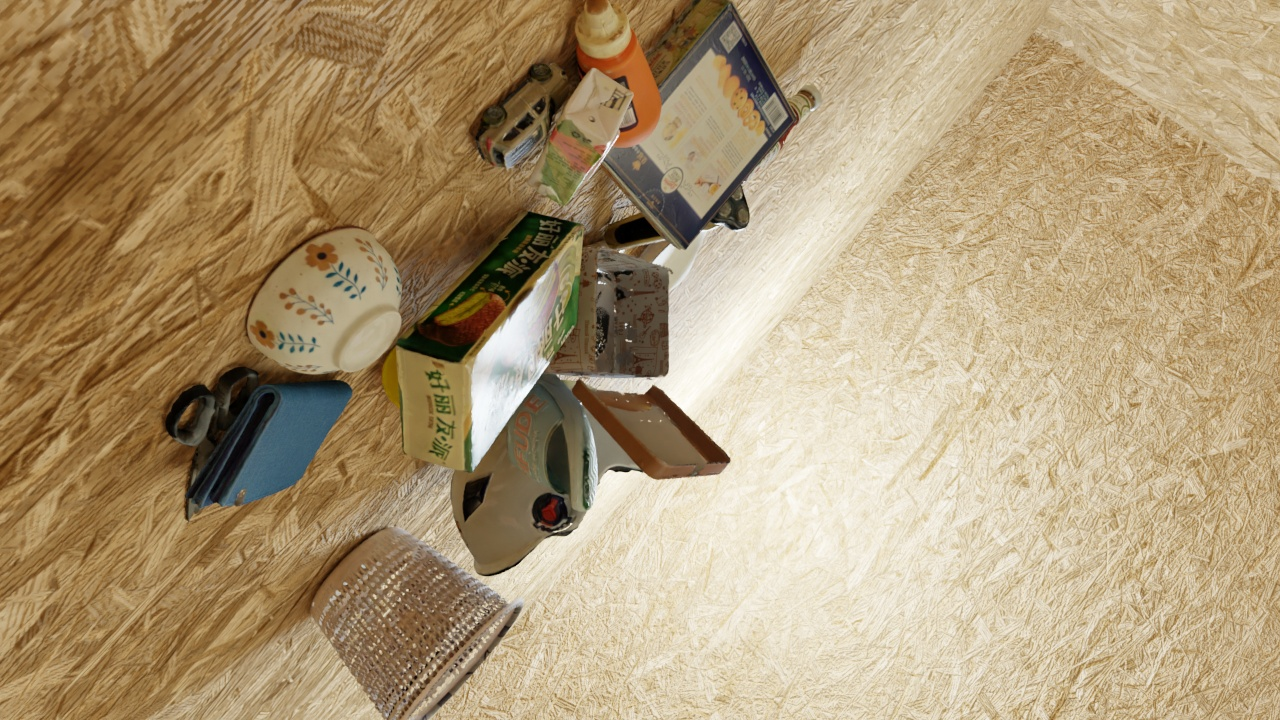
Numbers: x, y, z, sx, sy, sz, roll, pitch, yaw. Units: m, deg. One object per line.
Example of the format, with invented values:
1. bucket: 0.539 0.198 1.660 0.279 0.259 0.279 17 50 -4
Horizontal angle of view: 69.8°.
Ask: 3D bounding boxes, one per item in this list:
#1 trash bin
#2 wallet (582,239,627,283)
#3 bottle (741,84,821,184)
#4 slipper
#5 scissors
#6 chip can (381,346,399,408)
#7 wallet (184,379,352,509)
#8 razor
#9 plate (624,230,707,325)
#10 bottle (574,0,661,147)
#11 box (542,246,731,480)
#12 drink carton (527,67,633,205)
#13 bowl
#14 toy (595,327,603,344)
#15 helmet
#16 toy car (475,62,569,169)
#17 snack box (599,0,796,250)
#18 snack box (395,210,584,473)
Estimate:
1. trash bin: -0.289 0.322 1.139 0.227 0.192 0.228 -47 168 -13
2. wallet: -0.058 -0.104 1.074 0.087 0.024 0.115 -57 165 23
3. bottle: 0.169 -0.300 1.203 0.205 0.060 0.060 -43 167 -29
4. slipper: -0.113 0.068 0.990 0.074 0.245 0.104 -12 123 -23
5. scissors: -0.314 0.065 0.680 0.135 0.014 0.175 -45 168 -14
6. chip can: -0.191 0.038 0.911 0.073 0.073 0.217 -48 170 -10
7. wallet: -0.281 0.061 0.706 0.106 0.040 0.133 -56 176 3
8. razor: 0.036 -0.156 1.014 0.168 0.062 0.067 -12 -168 27
9. plate: 0.029 -0.134 1.274 0.163 0.034 0.164 -42 166 -35
10. bottle: -0.022 -0.230 0.724 0.066 0.067 0.149 -48 161 -10
11. box: -0.015 0.008 0.966 0.126 0.273 0.178 -28 165 23
12. drink carton: -0.048 -0.174 0.730 0.053 0.045 0.123 -65 -169 -22
13. bowl: -0.210 -0.031 0.645 0.113 0.062 0.113 -46 169 -12
14. toy: -0.076 -0.034 1.090 0.105 0.066 0.157 -37 -175 14
15. helmet: -0.136 0.122 1.148 0.273 0.157 0.230 -37 -166 -16
16. toy car: -0.085 -0.184 0.690 0.090 0.035 0.042 -50 171 -14
17. snack box: 0.051 -0.223 0.884 0.182 0.046 0.178 -49 144 1
18. snack box: -0.120 -0.025 0.779 0.239 0.063 0.115 -61 162 -52
